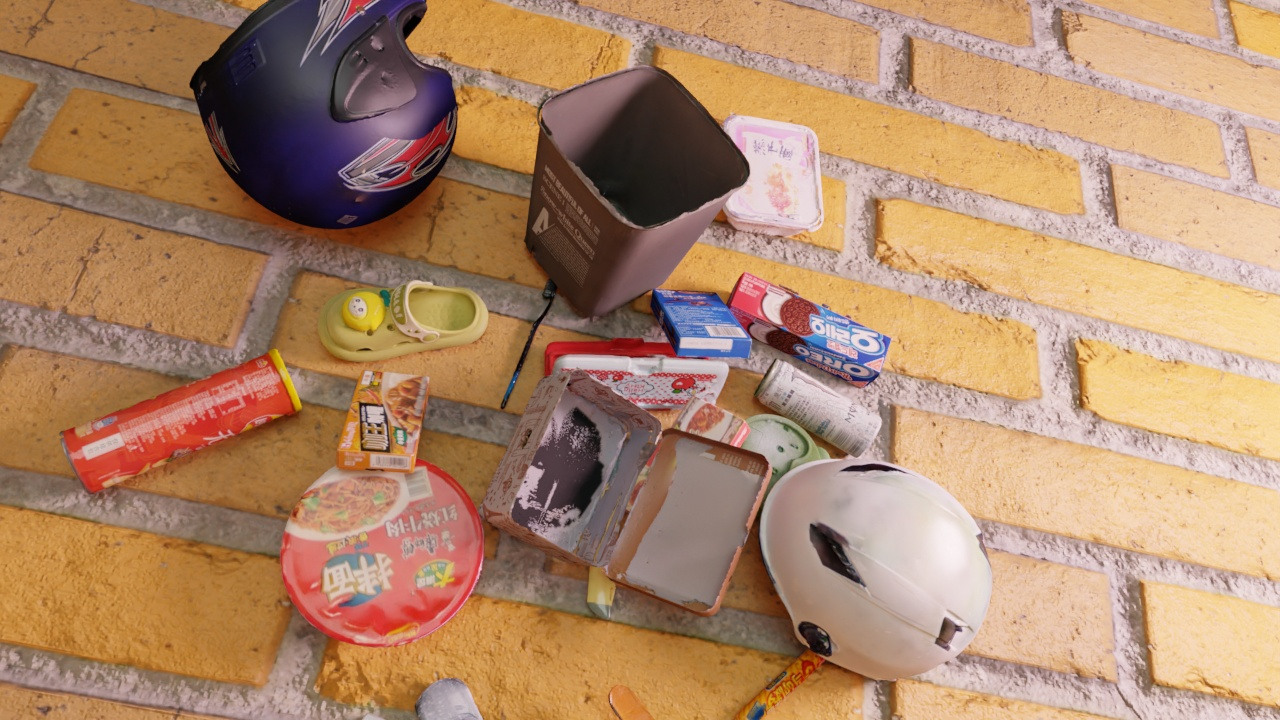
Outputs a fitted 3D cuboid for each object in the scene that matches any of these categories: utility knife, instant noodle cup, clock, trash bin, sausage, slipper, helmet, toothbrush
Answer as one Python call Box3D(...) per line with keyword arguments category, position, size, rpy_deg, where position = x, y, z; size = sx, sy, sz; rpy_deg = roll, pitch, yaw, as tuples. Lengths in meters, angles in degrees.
Box3D(category="utility knife", position=(-0.035, 0.184, 1.003), size=(0.031, 0.020, 0.195), rpy_deg=(7, 67, -2))
Box3D(category="instant noodle cup", position=(0.170, -0.241, 1.241), size=(0.138, 0.060, 0.173), rpy_deg=(7, 61, -10))
Box3D(category="clock", position=(0.159, 0.132, 1.053), size=(0.161, 0.056, 0.115), rpy_deg=(27, 62, 1))
Box3D(category="trash bin", position=(-0.025, -0.184, 1.068), size=(0.198, 0.220, 0.199), rpy_deg=(-29, 74, -32))
Box3D(category="sausage", position=(0.156, 0.338, 0.969), size=(0.164, 0.021, 0.021), rpy_deg=(-34, 75, -25))
Box3D(category="slipper", position=(-0.266, -0.057, 1.038), size=(0.190, 0.082, 0.091), rpy_deg=(-6, 63, -18))
Box3D(category="helmet", position=(0.264, 0.209, 0.957), size=(0.258, 0.146, 0.228), rpy_deg=(43, 59, -12))
Box3D(category="helmet", position=(-0.328, -0.290, 1.051), size=(0.240, 0.248, 0.314), rpy_deg=(50, 57, -17))
Box3D(category="instant noodle cup", position=(-0.256, 0.193, 0.922), size=(0.193, 0.066, 0.193), rpy_deg=(5, 64, -10))
Box3D(category="toothbrush", position=(-0.133, -0.024, 1.089), size=(0.016, 0.014, 0.189), rpy_deg=(20, 62, -1))

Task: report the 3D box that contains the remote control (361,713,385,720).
Box3D(category="remote control", position=(-0.268, 0.397, 0.843), size=(0.056, 0.019, 0.134), rpy_deg=(32, 61, 4))

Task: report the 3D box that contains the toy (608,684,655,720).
Box3D(category="toy", position=(0.009, 0.419, 0.857), size=(0.246, 0.090, 0.227), rpy_deg=(-15, 75, -16))

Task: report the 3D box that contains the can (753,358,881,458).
Box3D(category="can", position=(0.212, 0.057, 1.102), size=(0.147, 0.058, 0.058), rpy_deg=(31, 61, 3))

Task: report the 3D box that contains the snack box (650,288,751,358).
Box3D(category="snack box", position=(0.068, -0.045, 1.088), size=(0.084, 0.026, 0.157), rpy_deg=(2, 24, -12))

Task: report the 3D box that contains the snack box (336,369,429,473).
Box3D(category="snack box", position=(-0.267, 0.062, 0.964), size=(0.075, 0.026, 0.153), rpy_deg=(6, 30, -10))

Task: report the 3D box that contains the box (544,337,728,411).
Box3D(category="box", position=(-0.006, 0.007, 1.053), size=(0.201, 0.102, 0.095), rpy_deg=(1, 64, -13))

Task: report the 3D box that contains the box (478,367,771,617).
Box3D(category="box", position=(-0.016, 0.137, 0.958), size=(0.272, 0.131, 0.178), rpy_deg=(24, 70, 0))

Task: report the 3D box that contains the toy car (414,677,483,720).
Box3D(category="toy car", position=(-0.170, 0.362, 0.875), size=(0.054, 0.037, 0.120), rpy_deg=(-25, 69, -23))

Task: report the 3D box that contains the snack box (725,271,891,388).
Box3D(category="snack box", position=(0.207, -0.038, 1.149), size=(0.207, 0.057, 0.058), rpy_deg=(25, 64, -1))

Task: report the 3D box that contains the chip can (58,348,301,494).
Box3D(category="chip can", position=(-0.463, 0.061, 0.937), size=(0.216, 0.073, 0.073), rpy_deg=(-25, 72, -23))

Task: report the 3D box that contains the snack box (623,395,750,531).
Box3D(category="snack box", position=(0.050, 0.118, 1.014), size=(0.075, 0.025, 0.152), rpy_deg=(26, 74, 32))
